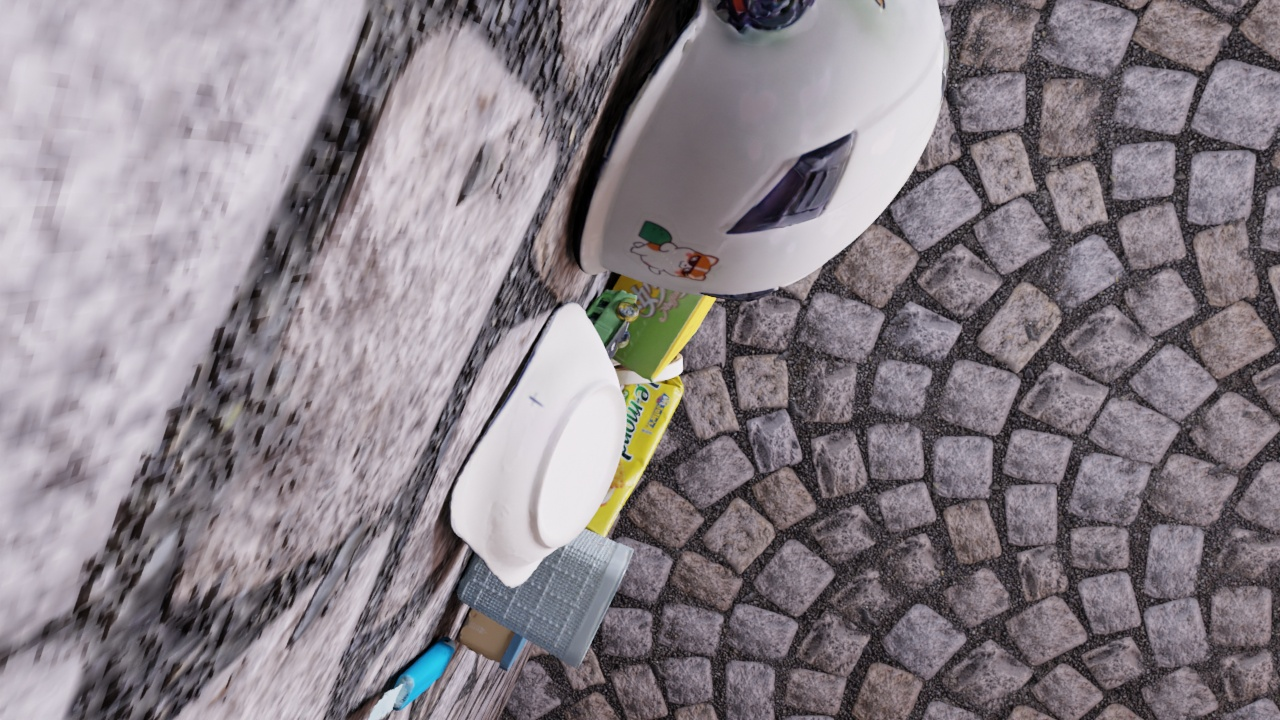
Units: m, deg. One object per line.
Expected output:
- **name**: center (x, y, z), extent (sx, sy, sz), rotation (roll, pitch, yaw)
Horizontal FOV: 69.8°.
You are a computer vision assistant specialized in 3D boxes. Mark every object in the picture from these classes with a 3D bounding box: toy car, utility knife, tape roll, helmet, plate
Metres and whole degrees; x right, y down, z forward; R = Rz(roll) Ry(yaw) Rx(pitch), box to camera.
- **toy car**: center (-0.031, -0.014, 0.677), extent (0.091, 0.036, 0.043), rotation (-62, 177, -38)
- **utility knife**: center (-0.157, 0.221, 0.630), extent (0.034, 0.018, 0.219), rotation (-62, 177, -9)
- **tape roll**: center (-0.005, 0.005, 0.828), extent (0.085, 0.086, 0.014), rotation (-52, 140, -72)
- **helmet**: center (0.088, -0.141, 0.541), extent (0.273, 0.157, 0.231), rotation (-62, 175, -28)
- **plate**: center (-0.050, 0.062, 0.587), extent (0.164, 0.034, 0.164), rotation (-61, 156, -23)

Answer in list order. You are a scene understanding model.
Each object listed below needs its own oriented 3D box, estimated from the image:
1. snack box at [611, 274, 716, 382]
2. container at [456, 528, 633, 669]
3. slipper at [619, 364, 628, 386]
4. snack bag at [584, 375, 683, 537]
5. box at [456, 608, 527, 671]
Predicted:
- **snack box**: center (0.042, -0.083, 0.800), extent (0.158, 0.070, 0.209), rotation (-59, 176, 19)
- **container**: center (-0.076, 0.172, 0.732), extent (0.090, 0.111, 0.090), rotation (-64, 175, -1)
- **slipper**: center (0.012, -0.020, 1.108), extent (0.275, 0.054, 0.114), rotation (103, 13, -62)
- **snack bag**: center (-0.034, 0.124, 1.033), extent (0.245, 0.068, 0.158), rotation (-58, 176, -29)
- **box**: center (-0.111, 0.205, 0.875), extent (0.089, 0.062, 0.184), rotation (-40, 154, -79)
